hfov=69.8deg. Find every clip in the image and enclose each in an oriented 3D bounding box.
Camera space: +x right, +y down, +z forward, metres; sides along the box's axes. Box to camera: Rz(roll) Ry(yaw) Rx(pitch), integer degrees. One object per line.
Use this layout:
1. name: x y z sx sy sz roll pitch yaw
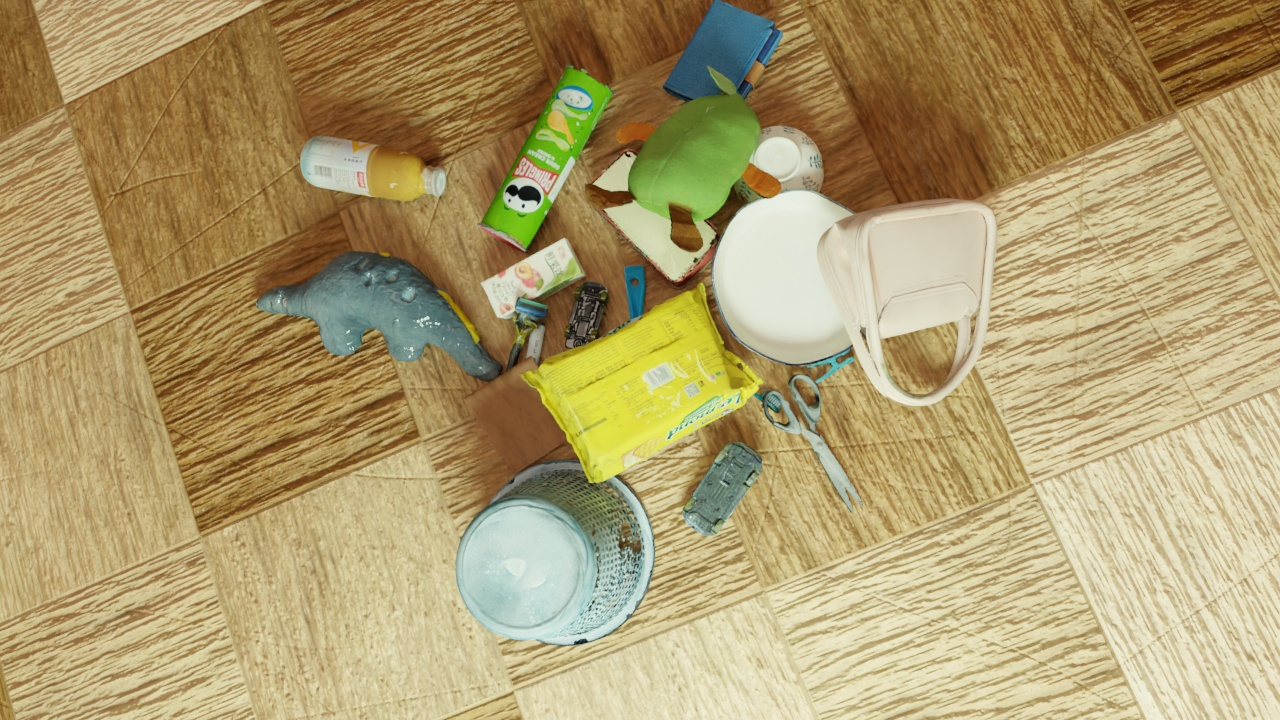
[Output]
1. clip: 0.231 0.005 1.105 0.056 0.014 0.041 -27 80 7

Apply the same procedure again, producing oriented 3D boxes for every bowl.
1. bowl: 0.167 -0.236 1.119 0.113 0.062 0.113 -1 84 11

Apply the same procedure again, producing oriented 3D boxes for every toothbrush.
1. toothbrush: 0.096 0.001 1.127 0.191 0.016 0.018 39 81 11

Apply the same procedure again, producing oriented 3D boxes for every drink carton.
1. drink carton: -0.134 -0.103 1.161 0.122 0.045 0.053 -28 85 6

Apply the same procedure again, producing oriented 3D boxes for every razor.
1. razor: -0.156 -0.009 1.153 0.042 0.022 0.143 15 101 -21

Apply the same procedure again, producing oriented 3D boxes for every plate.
1. plate: 0.183 -0.097 1.090 0.205 0.045 0.205 0 89 -2

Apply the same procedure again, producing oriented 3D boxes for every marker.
1. marker: -0.138 0.015 1.163 0.022 0.018 0.130 12 85 -15

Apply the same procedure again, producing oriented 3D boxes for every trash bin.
1. trash bin: -0.107 0.225 1.043 0.227 0.195 0.226 -1 83 9

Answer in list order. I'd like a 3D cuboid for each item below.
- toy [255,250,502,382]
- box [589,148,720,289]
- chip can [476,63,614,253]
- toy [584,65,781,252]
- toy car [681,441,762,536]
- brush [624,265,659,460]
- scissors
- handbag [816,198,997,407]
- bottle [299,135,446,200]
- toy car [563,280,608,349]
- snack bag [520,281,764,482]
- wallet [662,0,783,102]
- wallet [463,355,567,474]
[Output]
1. toy: -0.340 -0.069 1.177 0.356 0.091 0.138 13 113 12
2. box: 0.015 -0.174 1.128 0.091 0.079 0.168 -45 78 1
3. chip can: -0.119 -0.254 1.164 0.072 0.072 0.236 29 88 11
4. toy: 0.059 -0.229 1.063 0.227 0.090 0.246 28 63 21
5. toy car: 0.098 0.154 1.099 0.054 0.036 0.121 34 100 11
6. brush: -0.007 0.007 1.135 0.083 0.046 0.254 -3 79 13
7. scissors: 0.217 0.095 1.093 0.172 0.014 0.145 23 78 -1
8. handbag: 0.313 -0.062 1.044 0.193 0.093 0.234 -12 97 -20
9. bottle: -0.348 -0.249 1.202 0.190 0.068 0.068 11 85 10
10. toy car: -0.067 -0.054 1.150 0.042 0.035 0.090 13 85 9
11. snack bag: 0.004 0.025 1.074 0.246 0.068 0.158 -28 78 -11
12. wallet: 0.104 -0.379 1.158 0.106 0.040 0.133 31 91 20
13. wallet: -0.147 0.068 1.140 0.101 0.020 0.115 -32 96 -4
